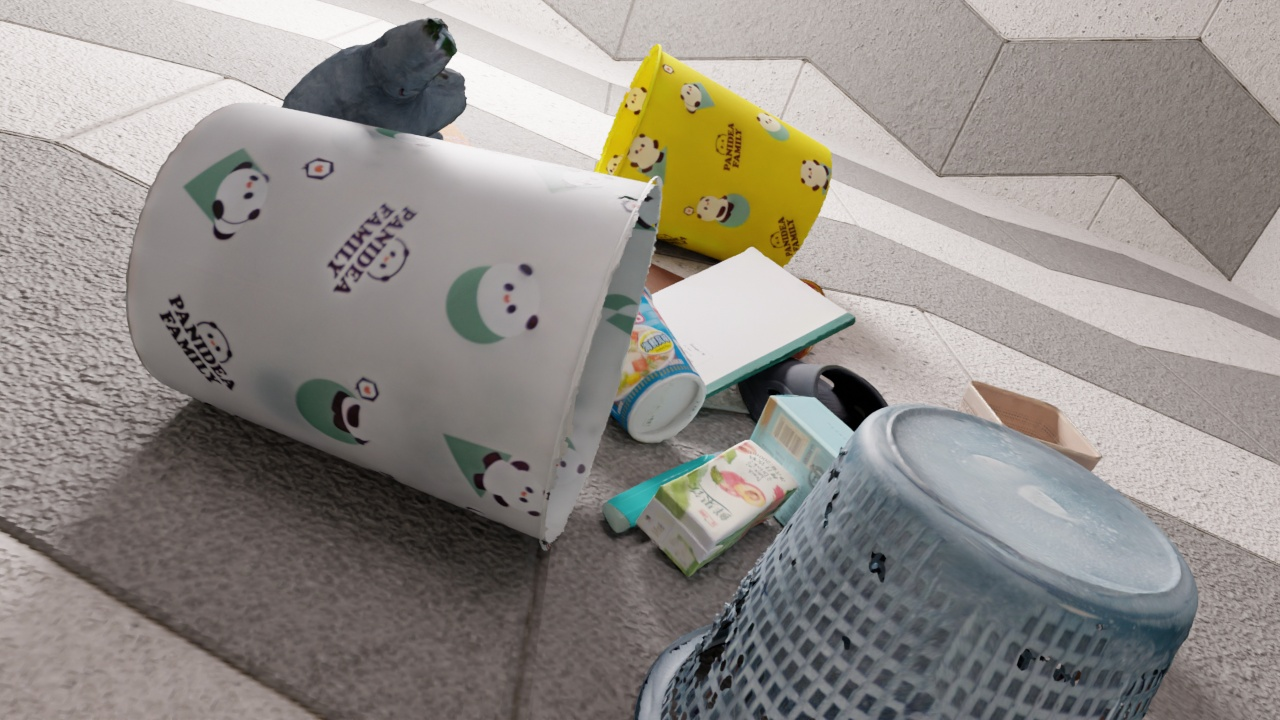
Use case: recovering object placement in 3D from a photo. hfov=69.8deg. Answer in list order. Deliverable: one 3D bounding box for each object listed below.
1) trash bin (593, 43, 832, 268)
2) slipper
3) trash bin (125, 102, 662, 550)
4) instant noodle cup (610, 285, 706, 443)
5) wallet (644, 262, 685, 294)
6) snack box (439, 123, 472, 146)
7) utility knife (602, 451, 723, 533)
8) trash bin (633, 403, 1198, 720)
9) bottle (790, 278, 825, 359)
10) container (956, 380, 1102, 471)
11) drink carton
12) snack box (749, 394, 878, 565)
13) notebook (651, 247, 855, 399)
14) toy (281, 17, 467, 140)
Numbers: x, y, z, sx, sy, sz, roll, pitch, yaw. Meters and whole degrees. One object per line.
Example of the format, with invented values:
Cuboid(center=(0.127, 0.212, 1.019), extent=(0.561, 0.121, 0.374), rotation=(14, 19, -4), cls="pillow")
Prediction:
Cuboid(center=(0.087, -0.240, 1.171), extent=(0.255, 0.230, 0.229), rotation=(21, 23, -14), cls="trash bin")
Cuboid(center=(0.177, 0.054, 0.781), extent=(0.110, 0.083, 0.268), rotation=(11, 27, -26), cls="slipper")
Cuboid(center=(-0.137, -0.034, 0.555), extent=(0.252, 0.230, 0.229), rotation=(17, 24, 3), cls="trash bin")
Cuboid(center=(-0.004, 0.004, 0.733), extent=(0.099, 0.099, 0.110), rotation=(-1, 39, -40), cls="instant noodle cup")
Cuboid(center=(0.014, -0.074, 0.982), extent=(0.101, 0.032, 0.124), rotation=(20, 25, -8), cls="wallet")
Cuboid(center=(-0.237, -0.207, 0.980), extent=(0.077, 0.093, 0.094), rotation=(5, 28, -33), cls="snack box")
Cuboid(center=(0.026, 0.091, 0.662), extent=(0.029, 0.013, 0.174), rotation=(37, 29, 24), cls="utility knife")
Cuboid(center=(0.132, 0.137, 0.429), extent=(0.226, 0.195, 0.226), rotation=(17, 24, -8), cls="trash bin")
Cuboid(center=(0.168, -0.041, 1.001), extent=(0.057, 0.058, 0.174), rotation=(24, 24, 6), cls="bottle")
Cuboid(center=(0.297, 0.092, 0.757), extent=(0.090, 0.111, 0.090), rotation=(17, 24, -10), cls="container")
Cuboid(center=(0.054, 0.099, 0.627), extent=(0.053, 0.046, 0.122), rotation=(44, 32, 19), cls="drink carton")
Cuboid(center=(0.145, 0.101, 0.661), extent=(0.051, 0.074, 0.175), rotation=(2, 30, -35), cls="snack box")
Cuboid(center=(0.071, -0.033, 0.845), extent=(0.208, 0.012, 0.150), rotation=(-26, 44, -24), cls="notebook")
Cuboid(center=(-0.200, -0.164, 0.684), extent=(0.137, 0.091, 0.357), rotation=(-6, -7, -17), cls="toy")
